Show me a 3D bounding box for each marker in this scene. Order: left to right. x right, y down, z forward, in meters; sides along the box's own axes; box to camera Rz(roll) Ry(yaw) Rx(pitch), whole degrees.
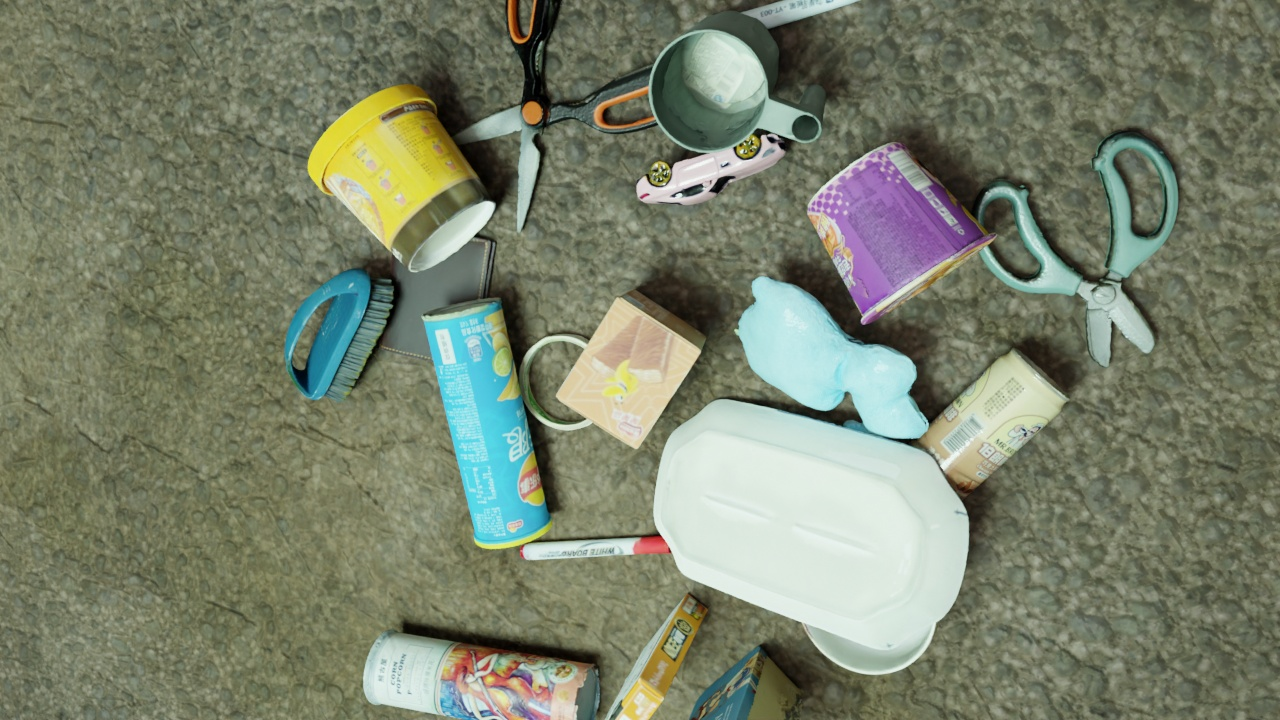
[{"bbox_3d":[-0.042,0.171,0.835,0.145,0.017,0.017,-7,99,18],"label":"marker"},{"bbox_3d":[0.132,-0.272,0.691,0.131,0.018,0.022,-10,89,18],"label":"marker"}]

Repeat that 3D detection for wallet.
[{"bbox_3d":[-0.185,-0.058,0.832,0.096,0.020,0.122,13,103,9],"label":"wallet"}]

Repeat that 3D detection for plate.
[{"bbox_3d":[0.118,0.126,0.725,0.266,0.034,0.162,15,97,32],"label":"plate"}]

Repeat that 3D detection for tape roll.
[{"bbox_3d":[-0.067,0.019,0.813,0.086,0.013,0.086,3,102,16],"label":"tape roll"}]

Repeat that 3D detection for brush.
[{"bbox_3d":[-0.280,-0.023,0.832,0.144,0.073,0.055,-56,43,27],"label":"brush"}]

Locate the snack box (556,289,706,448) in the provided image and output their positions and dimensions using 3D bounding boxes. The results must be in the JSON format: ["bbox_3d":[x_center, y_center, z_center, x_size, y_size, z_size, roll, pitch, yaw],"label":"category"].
[{"bbox_3d":[-0.004,0.004,0.741,0.077,0.092,0.094,33,100,1],"label":"snack box"}]

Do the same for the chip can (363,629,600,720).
[{"bbox_3d":[-0.148,0.306,0.867,0.215,0.071,0.071,4,102,15],"label":"chip can"}]

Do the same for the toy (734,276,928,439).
[{"bbox_3d":[0.141,0.003,0.716,0.156,0.049,0.161,4,129,40],"label":"toy"}]

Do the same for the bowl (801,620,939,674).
[{"bbox_3d":[0.188,0.187,0.736,0.114,0.062,0.113,0,90,33],"label":"bowl"}]

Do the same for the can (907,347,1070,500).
[{"bbox_3d":[0.260,0.050,0.695,0.058,0.058,0.116,43,109,5],"label":"can"}]

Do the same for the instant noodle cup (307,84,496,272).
[{"bbox_3d":[-0.191,-0.146,0.763,0.119,0.118,0.114,-41,88,20],"label":"instant noodle cup"}]

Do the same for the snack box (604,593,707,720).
[{"bbox_3d":[0.011,0.258,0.764,0.026,0.153,0.075,36,109,7],"label":"snack box"}]

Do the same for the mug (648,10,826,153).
[{"bbox_3d":[0.076,-0.200,0.671,0.124,0.103,0.084,21,122,3],"label":"mug"}]

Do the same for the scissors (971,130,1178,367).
[{"bbox_3d":[0.339,-0.086,0.665,0.172,0.019,0.176,-43,85,19],"label":"scissors"}]

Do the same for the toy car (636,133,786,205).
[{"bbox_3d":[0.056,-0.147,0.720,0.122,0.056,0.037,-15,93,19],"label":"toy car"}]

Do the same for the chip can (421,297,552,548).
[{"bbox_3d":[-0.133,0.054,0.805,0.071,0.071,0.210,-7,102,18],"label":"chip can"}]

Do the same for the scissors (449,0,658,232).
[{"bbox_3d":[-0.072,-0.220,0.765,0.221,0.021,0.234,8,104,20],"label":"scissors"}]

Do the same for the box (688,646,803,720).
[{"bbox_3d":[0.076,0.310,0.740,0.062,0.184,0.090,45,104,8],"label":"box"}]

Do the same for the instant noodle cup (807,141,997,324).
[{"bbox_3d":[0.182,-0.096,0.670,0.112,0.111,0.099,-38,79,20],"label":"instant noodle cup"}]
